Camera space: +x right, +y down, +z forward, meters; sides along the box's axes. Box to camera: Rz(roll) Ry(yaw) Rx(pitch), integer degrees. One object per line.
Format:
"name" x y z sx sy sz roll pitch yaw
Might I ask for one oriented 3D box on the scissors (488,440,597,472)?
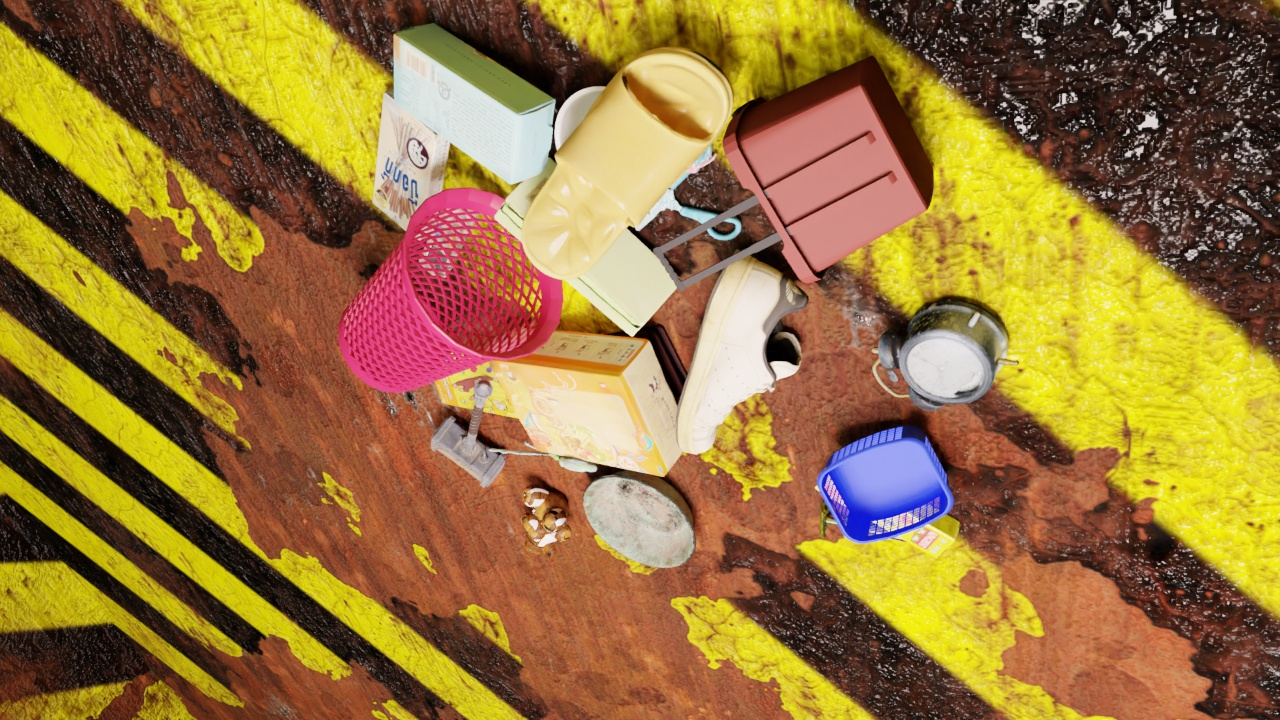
"scissors" -0.098 0.115 1.111 0.171 0.168 0.023 3 98 -9

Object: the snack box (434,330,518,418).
"snack box" -0.197 0.017 1.141 0.126 0.040 0.088 9 130 26

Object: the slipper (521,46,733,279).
"slipper" -0.030 -0.160 0.797 0.099 0.078 0.264 43 129 -3

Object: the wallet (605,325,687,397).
"wallet" -0.006 0.006 1.032 0.116 0.018 0.091 -5 123 40

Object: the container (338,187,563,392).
"container" -0.224 -0.056 0.999 0.226 0.182 0.183 -25 110 45

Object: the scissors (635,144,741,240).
"scissors" 0.044 -0.149 0.873 0.125 0.015 0.137 44 142 -5

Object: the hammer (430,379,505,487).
"hammer" -0.203 0.080 1.121 0.098 0.044 0.323 36 156 1

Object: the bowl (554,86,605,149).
"bowl" -0.020 -0.204 0.843 0.110 0.040 0.110 15 130 19

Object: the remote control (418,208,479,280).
"remote control" -0.219 -0.138 1.041 0.038 0.018 0.126 39 137 -2

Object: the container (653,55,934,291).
"container" 0.119 -0.140 0.748 0.201 0.126 0.148 -23 111 32

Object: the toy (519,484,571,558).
"toy" -0.133 0.224 1.260 0.087 0.067 0.113 47 128 25

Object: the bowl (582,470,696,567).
"bowl" 0.005 0.194 1.164 0.157 0.038 0.158 17 133 19

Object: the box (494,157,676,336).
"box" -0.057 -0.107 0.927 0.188 0.077 0.090 42 136 -5

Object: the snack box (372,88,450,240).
"snack box" -0.247 -0.206 0.983 0.082 0.026 0.150 40 138 15

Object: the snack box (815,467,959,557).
"snack box" 0.261 0.154 0.975 0.148 0.028 0.040 30 136 7

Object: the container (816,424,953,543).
"container" 0.244 0.120 0.914 0.114 0.058 0.096 -26 98 25

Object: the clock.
"clock" 0.268 -0.002 0.826 0.090 0.052 0.130 48 140 -11

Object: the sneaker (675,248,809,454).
"sneaker" 0.104 0.005 0.918 0.102 0.088 0.242 19 130 7

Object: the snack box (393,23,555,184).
"snack box" -0.160 -0.244 0.864 0.175 0.053 0.075 37 138 22

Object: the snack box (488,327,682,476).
"snack box" -0.053 0.039 1.022 0.196 0.080 0.145 7 133 38

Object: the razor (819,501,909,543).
"razor" 0.251 0.186 1.016 0.106 0.026 0.042 10 128 20
